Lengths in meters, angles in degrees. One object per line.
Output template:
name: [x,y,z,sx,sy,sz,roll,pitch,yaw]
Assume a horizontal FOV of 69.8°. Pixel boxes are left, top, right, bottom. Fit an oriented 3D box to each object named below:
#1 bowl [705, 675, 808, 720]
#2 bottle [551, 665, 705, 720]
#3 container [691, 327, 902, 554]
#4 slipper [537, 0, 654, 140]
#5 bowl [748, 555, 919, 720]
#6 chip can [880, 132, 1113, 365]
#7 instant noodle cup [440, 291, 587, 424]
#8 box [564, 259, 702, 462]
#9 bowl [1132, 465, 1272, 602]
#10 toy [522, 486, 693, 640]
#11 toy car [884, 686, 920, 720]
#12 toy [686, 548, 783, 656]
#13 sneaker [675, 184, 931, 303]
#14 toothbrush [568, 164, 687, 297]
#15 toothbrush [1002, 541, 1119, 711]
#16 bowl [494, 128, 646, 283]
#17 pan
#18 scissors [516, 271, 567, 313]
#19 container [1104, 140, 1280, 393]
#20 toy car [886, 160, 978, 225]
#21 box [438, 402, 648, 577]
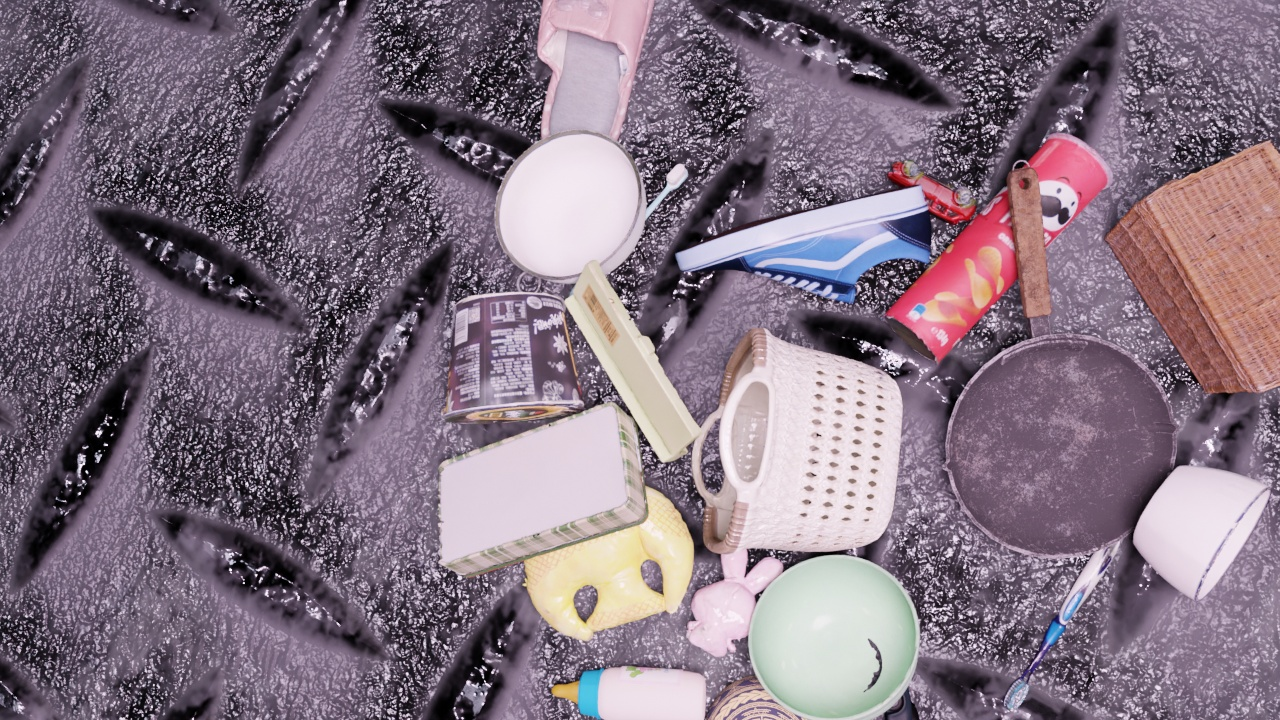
bowl: [0.113,0.351,0.837,0.112,0.061,0.112,-1,83,8]
bottle: [-0.012,0.315,0.865,0.146,0.051,0.051,1,83,8]
container: [0.124,0.079,0.786,0.143,0.246,0.184,8,81,0]
slipper: [-0.049,-0.337,0.950,0.114,0.054,0.274,7,85,9]
bowl: [0.178,0.258,0.820,0.151,0.077,0.150,-15,47,17]
chip can: [0.330,-0.102,0.859,0.073,0.073,0.233,43,91,11]
instant noodle cup: [-0.122,-0.002,0.873,0.137,0.137,0.112,-6,82,7]
box: [-0.010,0.008,0.862,0.044,0.141,0.187,-29,81,-13]
bowl: [0.479,0.142,0.791,0.066,0.116,0.116,34,88,39]
toy: [-0.037,0.181,0.877,0.170,0.064,0.154,-22,76,8]
toy car: [0.237,0.337,0.829,0.034,0.046,0.112,-5,81,10]
toy: [0.086,0.225,0.866,0.063,0.047,0.110,32,77,8]
sneaker: [0.157,-0.093,0.879,0.241,0.083,0.098,-11,99,12]
toothbrush: [-0.014,-0.129,0.939,0.016,0.016,0.180,41,91,15]
toothbrush: [0.384,0.239,0.835,0.016,0.017,0.189,33,89,12]
bowl: [-0.061,-0.144,0.911,0.154,0.073,0.153,-4,77,18]
pan: [0.361,0.000,0.824,0.208,0.040,0.357,-9,94,3]
scissors: [-0.138,-0.033,0.945,0.170,0.014,0.095,-40,81,-1]
container: [0.519,-0.073,0.806,0.114,0.112,0.198,-27,80,4]
toy car: [0.281,-0.163,0.888,0.091,0.042,0.036,36,99,9]
box: [-0.096,0.124,0.863,0.206,0.050,0.117,-22,55,17]
